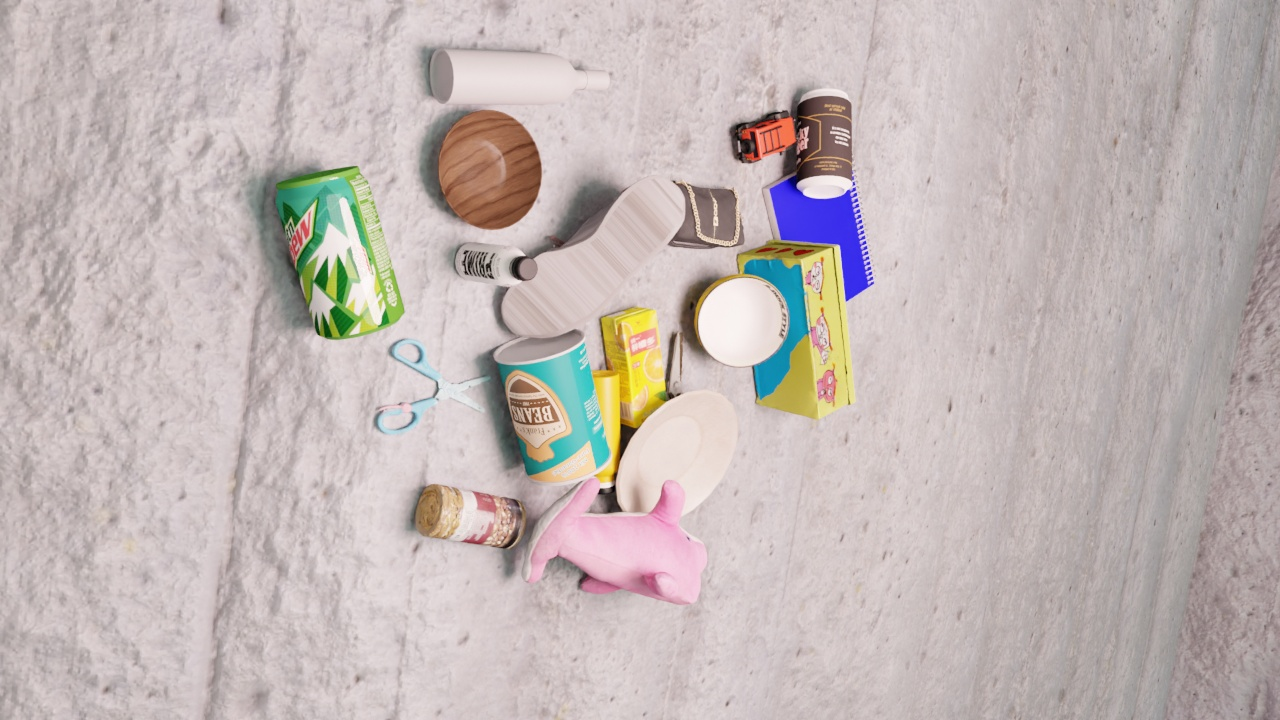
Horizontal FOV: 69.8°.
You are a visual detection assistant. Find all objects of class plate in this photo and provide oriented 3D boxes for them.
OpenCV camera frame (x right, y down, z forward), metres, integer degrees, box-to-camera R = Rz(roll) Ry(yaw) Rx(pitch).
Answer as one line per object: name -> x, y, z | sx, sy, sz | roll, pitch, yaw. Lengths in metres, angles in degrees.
plate -> 0.042, 0.116, 1.133 | 0.188, 0.027, 0.189 | -20, 127, -30

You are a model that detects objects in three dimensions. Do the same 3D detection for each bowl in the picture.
bowl -> -0.160, -0.195, 0.942 | 0.119, 0.032, 0.119 | -8, 104, -37
bowl -> 0.123, -0.055, 1.162 | 0.117, 0.067, 0.117 | -2, 106, -6

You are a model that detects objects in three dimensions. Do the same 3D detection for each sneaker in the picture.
sneaker -> -0.052, -0.111, 1.017 | 0.236, 0.089, 0.099 | -39, 96, 0

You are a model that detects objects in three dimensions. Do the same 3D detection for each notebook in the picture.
notebook -> 0.257, -0.173, 1.289 | 0.171, 0.022, 0.209 | -31, 117, -28

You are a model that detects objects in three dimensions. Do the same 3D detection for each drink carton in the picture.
drink carton -> -0.007, 0.006, 1.100 | 0.058, 0.043, 0.135 | -21, 112, -37

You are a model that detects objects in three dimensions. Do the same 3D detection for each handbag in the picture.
handbag -> 0.077, -0.180, 1.130 | 0.128, 0.054, 0.079 | 1, 87, -36

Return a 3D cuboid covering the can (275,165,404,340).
can -> -0.274, -0.098, 0.837 | 0.082, 0.083, 0.144 | -24, 113, -33

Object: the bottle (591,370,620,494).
bottle -> -0.046, 0.086, 1.082 | 0.043, 0.043, 0.144 | -10, 105, -37

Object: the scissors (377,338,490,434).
scissors -> -0.216, 0.020, 0.957 | 0.138, 0.015, 0.118 | -23, 113, -40

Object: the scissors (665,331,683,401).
scissors -> 0.036, 0.064, 1.162 | 0.139, 0.015, 0.189 | -37, 119, -26

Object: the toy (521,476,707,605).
toy -> -0.005, 0.230, 1.058 | 0.265, 0.128, 0.187 | 22, 110, -38

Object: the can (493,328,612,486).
can -> -0.094, 0.049, 1.000 | 0.099, 0.099, 0.144 | -25, 113, -33

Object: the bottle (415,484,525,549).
bottle -> -0.181, 0.168, 0.982 | 0.105, 0.056, 0.056 | 19, 86, -40

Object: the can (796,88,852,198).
can -> 0.242, -0.284, 1.206 | 0.071, 0.072, 0.128 | 9, 79, -39

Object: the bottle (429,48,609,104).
bottle -> -0.116, -0.291, 0.945 | 0.194, 0.052, 0.052 | -12, 106, -37

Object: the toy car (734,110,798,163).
toy car -> 0.164, -0.285, 1.173 | 0.100, 0.049, 0.051 | -26, 114, -32

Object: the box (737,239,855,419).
box -> 0.206, -0.044, 1.210 | 0.079, 0.125, 0.221 | -21, 109, -35

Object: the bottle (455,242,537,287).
bottle -> -0.143, -0.096, 0.921 | 0.041, 0.116, 0.041 | -9, 104, -37
